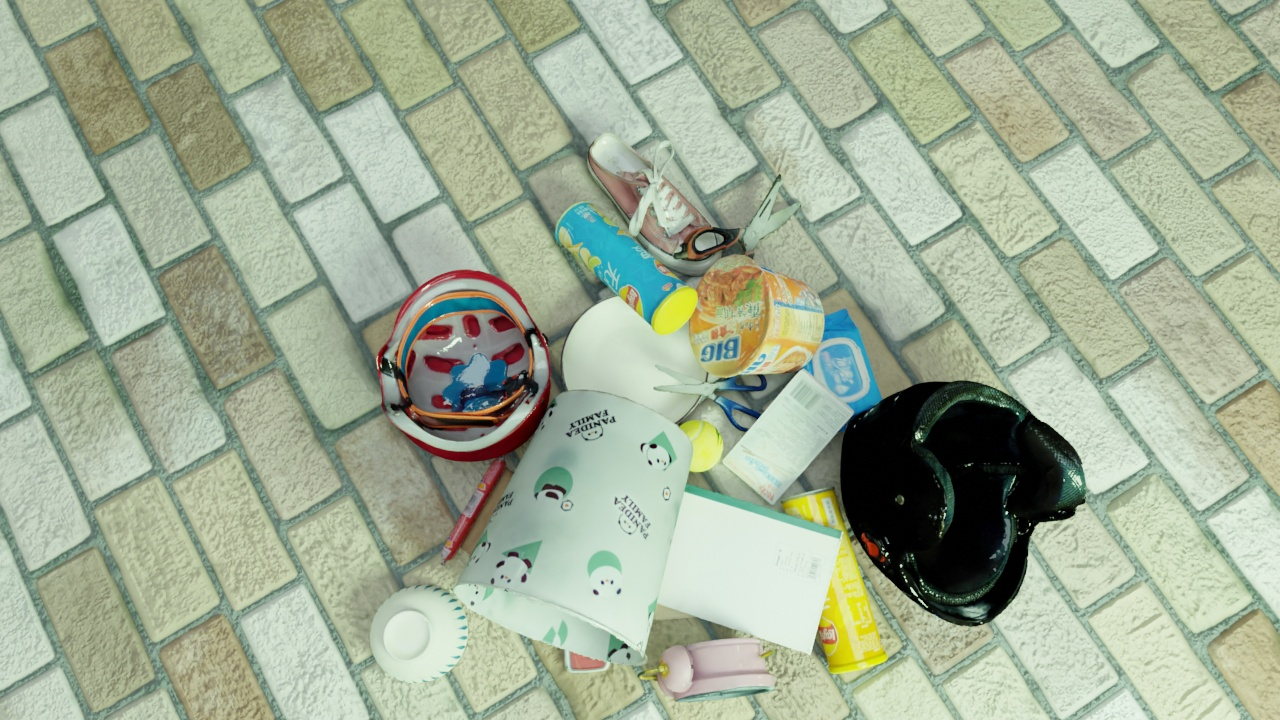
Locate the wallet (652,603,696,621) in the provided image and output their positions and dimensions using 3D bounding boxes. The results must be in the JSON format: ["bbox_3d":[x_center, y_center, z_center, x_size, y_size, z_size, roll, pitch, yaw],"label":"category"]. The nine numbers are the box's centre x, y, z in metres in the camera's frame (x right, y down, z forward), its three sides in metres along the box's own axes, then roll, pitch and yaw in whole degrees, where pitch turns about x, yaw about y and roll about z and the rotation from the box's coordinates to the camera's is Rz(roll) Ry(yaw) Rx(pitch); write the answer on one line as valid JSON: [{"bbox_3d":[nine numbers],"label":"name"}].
[{"bbox_3d":[0.038,0.262,1.141,0.087,0.024,0.115,-3,77,-6],"label":"wallet"}]

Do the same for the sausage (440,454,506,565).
[{"bbox_3d":[-0.209,0.186,1.144,0.020,0.020,0.155,29,83,7],"label":"sausage"}]

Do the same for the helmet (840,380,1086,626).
[{"bbox_3d":[0.349,0.156,1.062,0.233,0.230,0.275,-6,97,-24],"label":"helmet"}]

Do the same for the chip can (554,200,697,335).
[{"bbox_3d":[-0.021,-0.122,1.177,0.071,0.071,0.210,-41,61,-9],"label":"chip can"}]

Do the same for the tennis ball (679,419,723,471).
[{"bbox_3d":[0.071,0.107,1.155,0.065,0.065,0.065,0,76,0],"label":"tennis ball"}]

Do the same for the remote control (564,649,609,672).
[{"bbox_3d":[-0.068,0.313,1.129,0.056,0.020,0.136,-3,76,0],"label":"remote control"}]

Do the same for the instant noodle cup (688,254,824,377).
[{"bbox_3d":[0.149,-0.049,1.145,0.111,0.152,0.151,8,73,-37],"label":"instant noodle cup"}]

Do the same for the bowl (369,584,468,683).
[{"bbox_3d":[-0.271,0.329,1.103,0.116,0.066,0.116,0,76,1],"label":"bowl"}]

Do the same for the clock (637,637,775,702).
[{"bbox_3d":[0.075,0.363,1.069,0.158,0.117,0.059,-6,66,-4],"label":"clock"}]

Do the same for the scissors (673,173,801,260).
[{"bbox_3d":[0.132,-0.153,1.220,0.223,0.015,0.189,-5,100,-30],"label":"scissors"}]

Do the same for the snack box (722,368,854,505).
[{"bbox_3d":[0.184,0.096,1.147,0.084,0.026,0.157,41,104,9],"label":"snack box"}]

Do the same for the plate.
[{"bbox_3d":[-0.007,0.007,1.194,0.192,0.039,0.192,0,76,0],"label":"plate"}]

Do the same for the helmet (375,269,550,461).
[{"bbox_3d":[-0.210,0.021,1.143,0.207,0.144,0.239,-9,61,0],"label":"helmet"}]

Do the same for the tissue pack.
[{"bbox_3d":[0.250,0.014,1.183,0.095,0.052,0.157,-15,77,-3],"label":"tissue pack"}]

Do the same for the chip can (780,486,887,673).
[{"bbox_3d":[0.233,0.264,1.112,0.072,0.072,0.213,-14,77,-3],"label":"chip can"}]

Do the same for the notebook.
[{"bbox_3d":[0.121,0.246,1.100,0.209,0.012,0.150,15,82,16],"label":"notebook"}]

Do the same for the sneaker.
[{"bbox_3d":[0.017,-0.214,1.220,0.118,0.088,0.241,-40,84,-9],"label":"sneaker"}]

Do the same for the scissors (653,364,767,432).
[{"bbox_3d":[0.093,0.048,1.162,0.169,0.012,0.144,-22,92,-29],"label":"scissors"}]

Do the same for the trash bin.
[{"bbox_3d":[-0.061,0.186,1.049,0.229,0.230,0.251,19,64,5],"label":"trash bin"}]

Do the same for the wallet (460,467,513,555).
[{"bbox_3d":[-0.165,0.208,1.157,0.101,0.020,0.115,34,81,9],"label":"wallet"}]
